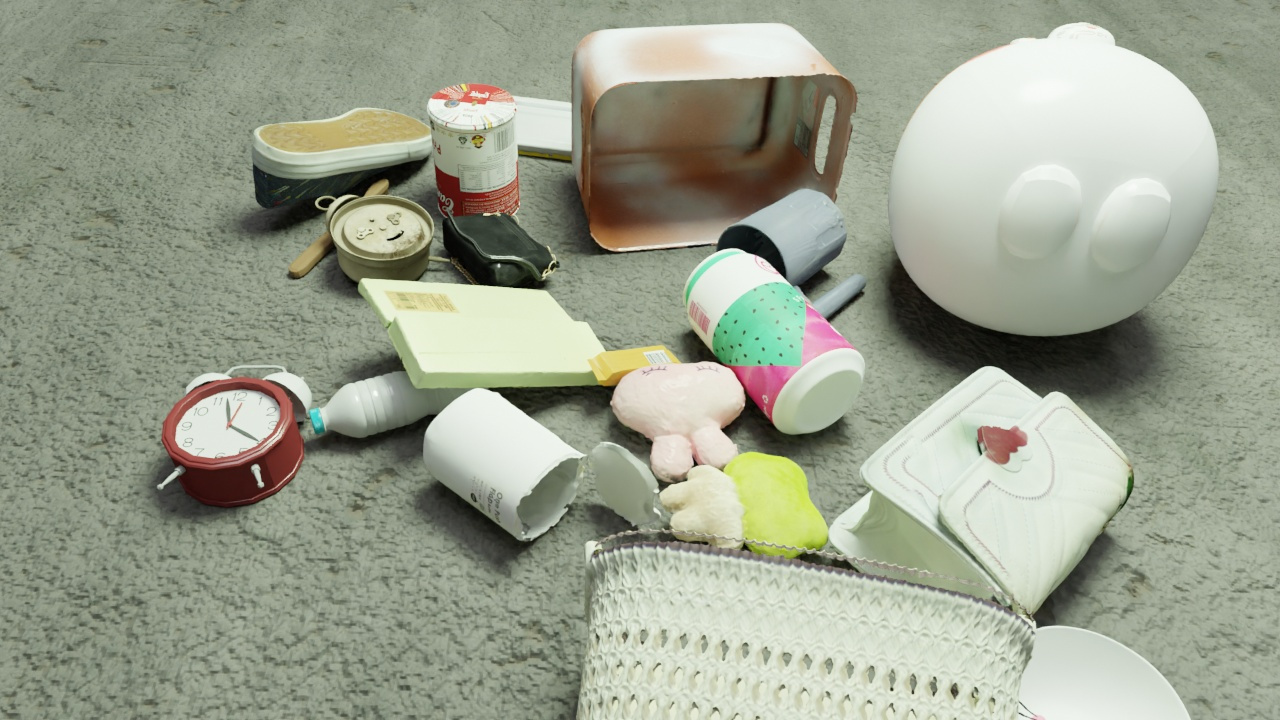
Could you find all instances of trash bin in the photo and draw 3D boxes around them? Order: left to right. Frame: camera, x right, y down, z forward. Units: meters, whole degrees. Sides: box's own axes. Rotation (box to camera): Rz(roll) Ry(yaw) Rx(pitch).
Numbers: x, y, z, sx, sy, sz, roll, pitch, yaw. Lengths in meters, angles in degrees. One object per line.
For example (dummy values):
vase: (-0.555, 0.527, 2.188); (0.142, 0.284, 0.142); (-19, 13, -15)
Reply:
trash bin: (0.059, -0.234, 0.937); (0.259, 0.182, 0.157); (-7, 42, -11)

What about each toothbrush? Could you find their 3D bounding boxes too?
toothbrush: (-0.299, -0.134, 0.921); (0.016, 0.016, 0.166); (16, 46, 13)

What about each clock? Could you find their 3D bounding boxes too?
clock: (-0.305, 0.051, 0.696); (0.096, 0.048, 0.137); (-1, 44, -5)
clock: (-0.259, -0.118, 0.878); (0.141, 0.055, 0.092); (34, 50, 18)

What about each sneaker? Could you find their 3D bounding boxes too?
sneaker: (-0.304, -0.207, 0.960); (0.087, 0.079, 0.234); (33, 32, 15)

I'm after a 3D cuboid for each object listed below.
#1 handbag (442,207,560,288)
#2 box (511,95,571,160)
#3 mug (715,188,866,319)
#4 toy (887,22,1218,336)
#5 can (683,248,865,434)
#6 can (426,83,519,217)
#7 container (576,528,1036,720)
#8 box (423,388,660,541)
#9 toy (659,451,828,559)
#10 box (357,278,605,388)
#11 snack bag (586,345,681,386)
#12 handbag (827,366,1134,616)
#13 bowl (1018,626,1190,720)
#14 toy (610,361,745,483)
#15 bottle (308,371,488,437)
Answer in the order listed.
handbag: (-0.134, -0.109, 0.879); (0.079, 0.054, 0.128); (-22, 46, -30)
box: (-0.093, -0.280, 1.079); (0.210, 0.046, 0.127); (7, 40, 4)
mug: (0.149, -0.095, 0.877); (0.103, 0.084, 0.124); (-34, 79, -36)
toy: (0.357, -0.164, 0.828); (0.263, 0.266, 0.280); (9, 28, 1)
can: (0.109, -0.019, 0.775); (0.088, 0.088, 0.166); (-18, 47, -22)
can: (-0.168, -0.209, 0.935); (0.086, 0.117, 0.086); (2, 43, -2)
container: (0.078, 0.189, 0.494); (0.252, 0.185, 0.143); (9, 55, 7)
box: (-0.072, 0.083, 0.659); (0.165, 0.084, 0.094); (33, 42, 25)
toy: (0.073, 0.108, 0.667); (0.117, 0.043, 0.092); (-4, 49, -15)
box: (-0.125, -0.027, 0.761); (0.186, 0.030, 0.138); (1, 37, -39)
snack bag: (-0.005, 0.005, 0.772); (0.099, 0.020, 0.026); (-9, 52, -44)
handbag: (0.247, 0.097, 0.649); (0.142, 0.096, 0.198); (37, 45, 27)
bowl: (0.265, 0.225, 0.555); (0.114, 0.051, 0.114); (2, 43, -2)
toy: (0.035, 0.047, 0.730); (0.108, 0.053, 0.105); (-6, 59, -13)
bottle: (-0.192, 0.031, 0.730); (0.136, 0.044, 0.044); (-16, 47, -20)
